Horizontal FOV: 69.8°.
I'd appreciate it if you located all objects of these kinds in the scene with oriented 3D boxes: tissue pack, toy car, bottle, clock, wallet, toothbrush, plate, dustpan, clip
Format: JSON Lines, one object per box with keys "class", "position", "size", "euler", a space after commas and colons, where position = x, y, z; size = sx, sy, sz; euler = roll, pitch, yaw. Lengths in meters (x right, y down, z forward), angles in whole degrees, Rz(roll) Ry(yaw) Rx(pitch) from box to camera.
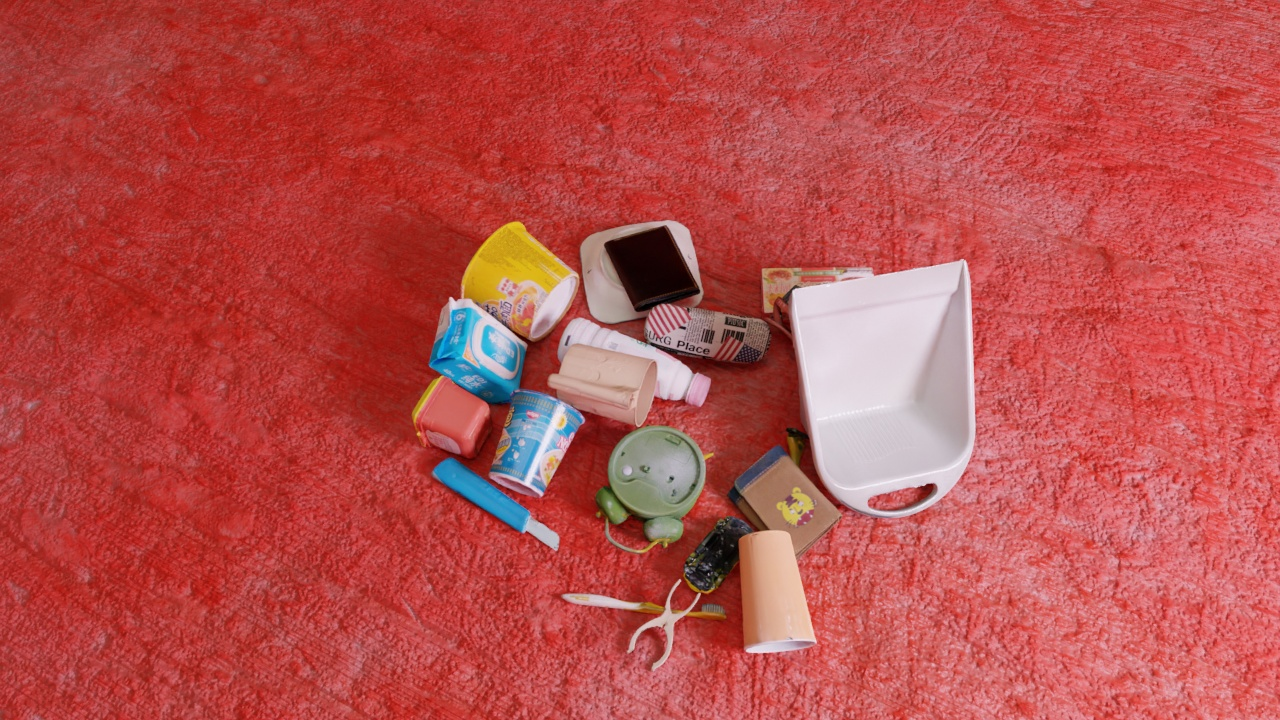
{"class": "tissue pack", "position": [-0.205, -0.010, 1.171], "size": [0.063, 0.140, 0.089], "euler": [-15, 53, 30]}
{"class": "toy car", "position": [0.091, 0.227, 1.067], "size": [0.048, 0.032, 0.105], "euler": [33, 55, 19]}
{"class": "bottle", "position": [-0.007, 0.007, 1.182], "size": [0.197, 0.068, 0.068], "euler": [21, 63, 13]}
{"class": "clock", "position": [0.013, 0.155, 1.099], "size": [0.116, 0.056, 0.160], "euler": [22, 63, 17]}
{"class": "wallet", "position": [0.168, 0.170, 1.081], "size": [0.090, 0.033, 0.115], "euler": [-45, 66, 9]}
{"class": "toothbrush", "position": [0.003, 0.279, 1.051], "size": [0.191, 0.016, 0.018], "euler": [5, 49, 7]}
{"class": "plate", "position": [-0.001, -0.133, 1.283], "size": [0.163, 0.034, 0.164], "euler": [-10, 60, -2]}
{"class": "dustpan", "position": [0.292, 0.045, 1.062], "size": [0.222, 0.258, 0.142], "euler": [-10, 39, -11]}
{"class": "wallet", "position": [0.015, -0.127, 1.247], "size": [0.096, 0.020, 0.122], "euler": [-17, 60, -12]}
{"class": "clip", "position": [0.014, 0.289, 1.021], "size": [0.083, 0.035, 0.104], "euler": [17, 74, 8]}

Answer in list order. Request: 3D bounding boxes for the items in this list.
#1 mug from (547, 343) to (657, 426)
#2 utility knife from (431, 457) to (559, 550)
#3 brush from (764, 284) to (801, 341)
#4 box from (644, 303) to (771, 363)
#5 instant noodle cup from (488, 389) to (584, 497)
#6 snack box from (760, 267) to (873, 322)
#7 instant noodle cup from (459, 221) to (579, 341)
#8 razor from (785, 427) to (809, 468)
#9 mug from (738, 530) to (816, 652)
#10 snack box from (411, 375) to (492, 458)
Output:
{"class": "mug", "position": [-0.045, 0.030, 1.102], "size": [0.103, 0.124, 0.084], "euler": [14, 100, 14]}
{"class": "utility knife", "position": [-0.175, 0.176, 1.122], "size": [0.191, 0.018, 0.034], "euler": [30, 77, 19]}
{"class": "brush", "position": [0.231, -0.033, 1.182], "size": [0.146, 0.063, 0.069], "euler": [39, 105, 10]}
{"class": "box", "position": [0.087, -0.039, 1.186], "size": [0.163, 0.088, 0.076], "euler": [11, 63, -2]}
{"class": "instant noodle cup", "position": [-0.133, 0.105, 1.123], "size": [0.099, 0.099, 0.109], "euler": [16, 71, 13]}
{"class": "snack box", "position": [0.241, -0.089, 1.245], "size": [0.153, 0.025, 0.075], "euler": [0, 59, 4]}
{"class": "instant noodle cup", "position": [-0.155, -0.098, 1.221], "size": [0.110, 0.138, 0.137], "euler": [34, 67, 11]}
{"class": "razor", "position": [0.199, 0.146, 1.108], "size": [0.028, 0.043, 0.132], "euler": [-24, 58, 28]}
{"class": "mug", "position": [0.145, 0.254, 1.013], "size": [0.078, 0.078, 0.122], "euler": [-6, 64, 0]}
{"class": "snack box", "position": [-0.232, 0.076, 1.145], "size": [0.080, 0.091, 0.081], "euler": [25, 65, 9]}
